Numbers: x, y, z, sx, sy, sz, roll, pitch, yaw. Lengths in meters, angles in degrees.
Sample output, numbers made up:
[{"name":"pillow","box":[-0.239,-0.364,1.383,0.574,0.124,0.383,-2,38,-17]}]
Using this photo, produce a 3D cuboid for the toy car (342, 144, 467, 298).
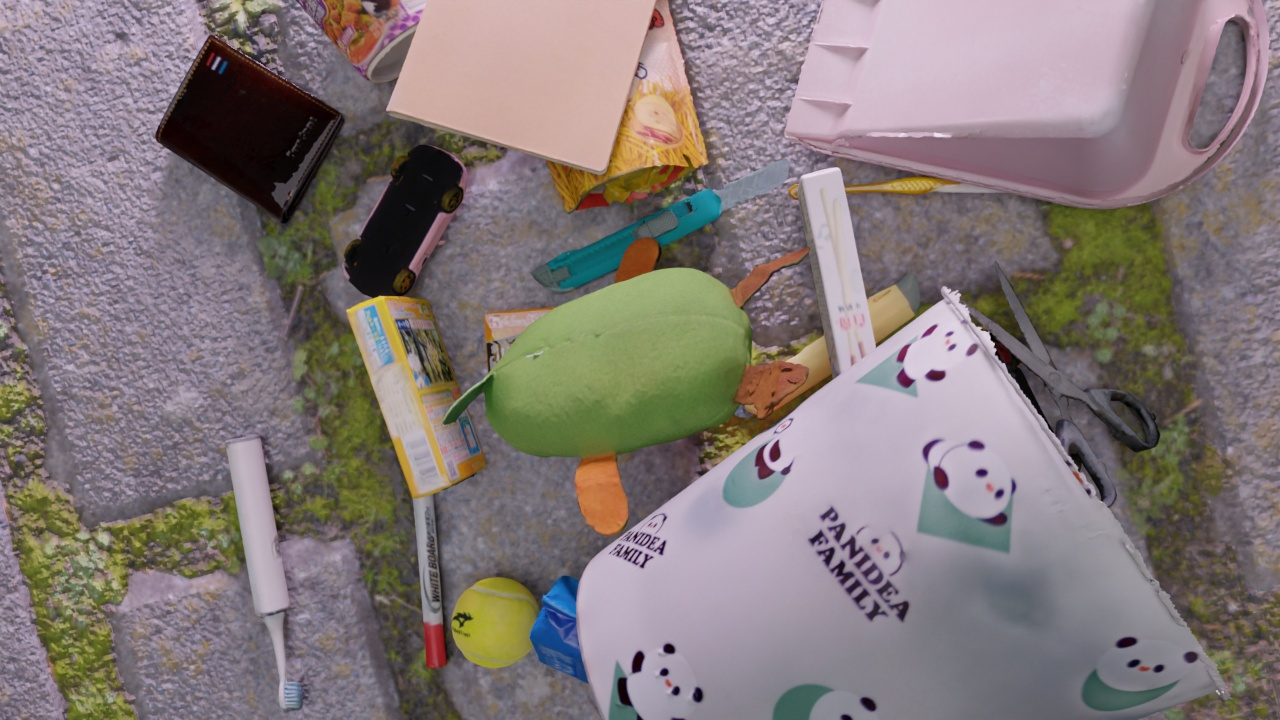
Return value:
[{"name":"toy car","box":[-0.173,-0.101,0.682,0.056,0.037,0.122,33,95,10]}]

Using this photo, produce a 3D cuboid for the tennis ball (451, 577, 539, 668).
[{"name":"tennis ball","box":[-0.106,0.193,0.677,0.065,0.065,0.065,0,93,8]}]

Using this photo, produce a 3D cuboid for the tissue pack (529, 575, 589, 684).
[{"name":"tissue pack","box":[-0.024,0.192,0.631,0.095,0.157,0.052,21,65,8]}]

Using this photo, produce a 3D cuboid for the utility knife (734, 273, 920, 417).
[{"name":"utility knife","box":[0.131,-0.005,0.656,0.165,0.018,0.031,-35,84,7]}]

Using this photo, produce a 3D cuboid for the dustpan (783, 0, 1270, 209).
[{"name":"dustpan","box":[0.262,-0.214,0.623,0.274,0.138,0.222,20,93,34]}]

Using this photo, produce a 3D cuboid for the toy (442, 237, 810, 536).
[{"name":"toy","box":[-0.003,0.003,0.588,0.247,0.090,0.226,-13,47,27]}]

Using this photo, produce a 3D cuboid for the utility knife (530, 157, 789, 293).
[{"name":"utility knife","box":[0.014,-0.097,0.668,0.205,0.013,0.029,-25,90,9]}]

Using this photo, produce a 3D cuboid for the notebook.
[{"name":"notebook","box":[-0.067,-0.237,0.616,0.148,0.008,0.207,15,77,-1]}]

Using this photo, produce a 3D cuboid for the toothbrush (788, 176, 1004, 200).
[{"name":"toothbrush","box":[0.200,-0.122,0.642,0.191,0.018,0.016,-2,95,6]}]

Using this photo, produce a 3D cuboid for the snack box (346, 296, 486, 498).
[{"name":"snack box","box":[-0.159,0.024,0.663,0.034,0.087,0.140,-18,91,8]}]

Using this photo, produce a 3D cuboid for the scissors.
[{"name":"scissors","box":[0.280,0.018,0.611,0.159,0.014,0.174,9,71,-20]}]

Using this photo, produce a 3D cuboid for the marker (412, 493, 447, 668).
[{"name":"marker","box":[-0.163,0.164,0.708,0.017,0.017,0.145,-3,93,8]}]

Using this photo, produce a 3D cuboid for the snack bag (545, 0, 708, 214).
[{"name":"snack bag","box":[-0.032,-0.216,0.650,0.129,0.073,0.207,-17,84,9]}]

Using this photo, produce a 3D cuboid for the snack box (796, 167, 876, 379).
[{"name":"snack box","box":[0.131,-0.044,0.604,0.027,0.084,0.157,-12,93,8]}]

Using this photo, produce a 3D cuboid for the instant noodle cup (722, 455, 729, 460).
[{"name":"instant noodle cup","box":[0.148,0.128,0.632,0.189,0.079,0.164,-17,88,13]}]

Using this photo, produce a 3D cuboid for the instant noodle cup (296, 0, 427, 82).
[{"name":"instant noodle cup","box":[-0.186,-0.259,0.645,0.112,0.111,0.099,-33,98,8]}]

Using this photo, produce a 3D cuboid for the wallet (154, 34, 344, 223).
[{"name":"wallet","box":[-0.301,-0.178,0.706,0.122,0.020,0.096,32,97,3]}]

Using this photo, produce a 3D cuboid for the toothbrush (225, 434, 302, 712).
[{"name":"toothbrush","box":[-0.294,0.169,0.721,0.026,0.026,0.221,-9,92,3]}]

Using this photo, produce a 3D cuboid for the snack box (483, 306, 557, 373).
[{"name":"snack box","box":[-0.036,-0.004,0.675,0.154,0.026,0.075,-4,92,8]}]

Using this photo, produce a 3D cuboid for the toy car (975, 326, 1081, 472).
[{"name":"toy car","box":[0.246,0.048,0.618,0.041,0.071,0.156,-34,84,52]}]

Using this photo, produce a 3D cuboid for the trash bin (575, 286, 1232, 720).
[{"name":"trash bin","box":[0.119,0.123,0.493,0.252,0.229,0.229,-34,88,17]}]
